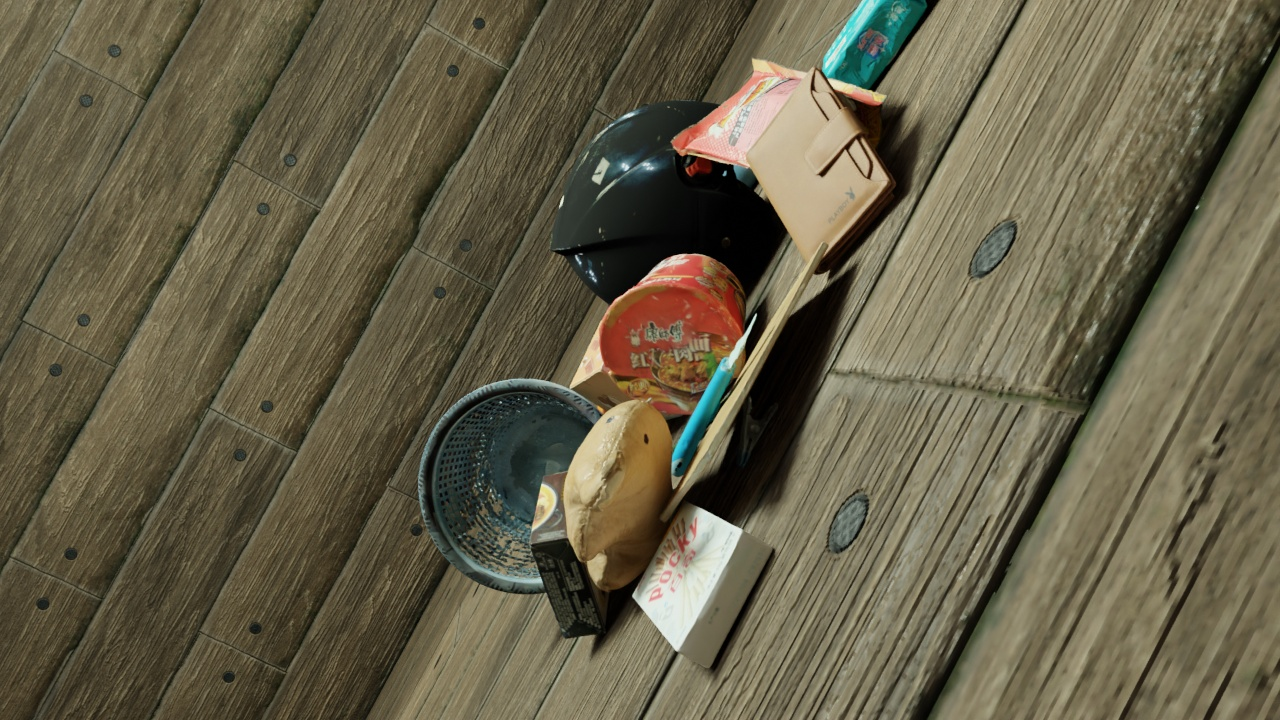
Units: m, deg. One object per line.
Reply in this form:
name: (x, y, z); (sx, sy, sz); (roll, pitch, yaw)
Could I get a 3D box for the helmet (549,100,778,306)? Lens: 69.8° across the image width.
helmet: (0.028, -0.177, 1.042); (0.233, 0.230, 0.275); (-146, 73, -80)

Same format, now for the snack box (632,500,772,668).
snack box: (0.038, 0.148, 0.632); (0.084, 0.027, 0.157); (-61, 9, -7)

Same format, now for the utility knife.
utility knife: (0.062, 0.030, 0.781); (0.204, 0.018, 0.034); (112, -176, -45)

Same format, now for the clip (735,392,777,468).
clip: (0.083, 0.054, 0.696); (0.024, 0.026, 0.056); (-95, 26, -84)

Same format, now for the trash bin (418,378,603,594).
trash bin: (-0.113, 0.130, 1.049); (0.226, 0.226, 0.195); (-61, -4, 4)

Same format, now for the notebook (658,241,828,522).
notebook: (0.079, 0.018, 0.710); (0.207, 0.008, 0.148); (-58, -4, -28)

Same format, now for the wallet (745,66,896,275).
wallet: (0.143, -0.152, 0.735); (0.108, 0.031, 0.131); (-52, 53, 44)

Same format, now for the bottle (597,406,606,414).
bottle: (-0.010, 0.037, 1.171); (0.067, 0.067, 0.149); (-57, 2, 25)

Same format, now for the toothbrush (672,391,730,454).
toothbrush: (0.048, 0.072, 0.870); (0.017, 0.012, 0.186); (-60, 6, -36)

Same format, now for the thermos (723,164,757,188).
thermos: (0.135, -0.266, 1.268); (0.221, 0.070, 0.070); (-51, 13, 51)

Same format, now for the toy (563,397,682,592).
toy: (-0.017, 0.095, 0.722); (0.226, 0.082, 0.143); (76, -158, -62)

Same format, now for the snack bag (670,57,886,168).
snack bag: (0.125, -0.225, 0.859); (0.128, 0.073, 0.208); (-47, 35, -5)

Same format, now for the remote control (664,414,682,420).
remote control: (0.027, 0.046, 1.027); (0.049, 0.024, 0.125); (-64, 13, -18)

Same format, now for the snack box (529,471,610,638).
snack box: (-0.056, 0.169, 0.848); (0.125, 0.053, 0.113); (-86, -17, -62)

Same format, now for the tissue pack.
tissue pack: (0.236, -0.330, 0.923); (0.134, 0.050, 0.093); (-55, 9, 33)

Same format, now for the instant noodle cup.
instant noodle cup: (0.039, -0.034, 0.882); (0.138, 0.138, 0.108); (-56, 4, 33)

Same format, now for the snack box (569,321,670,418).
snack box: (-0.006, 0.006, 0.977); (0.077, 0.092, 0.094); (-30, 32, 56)
